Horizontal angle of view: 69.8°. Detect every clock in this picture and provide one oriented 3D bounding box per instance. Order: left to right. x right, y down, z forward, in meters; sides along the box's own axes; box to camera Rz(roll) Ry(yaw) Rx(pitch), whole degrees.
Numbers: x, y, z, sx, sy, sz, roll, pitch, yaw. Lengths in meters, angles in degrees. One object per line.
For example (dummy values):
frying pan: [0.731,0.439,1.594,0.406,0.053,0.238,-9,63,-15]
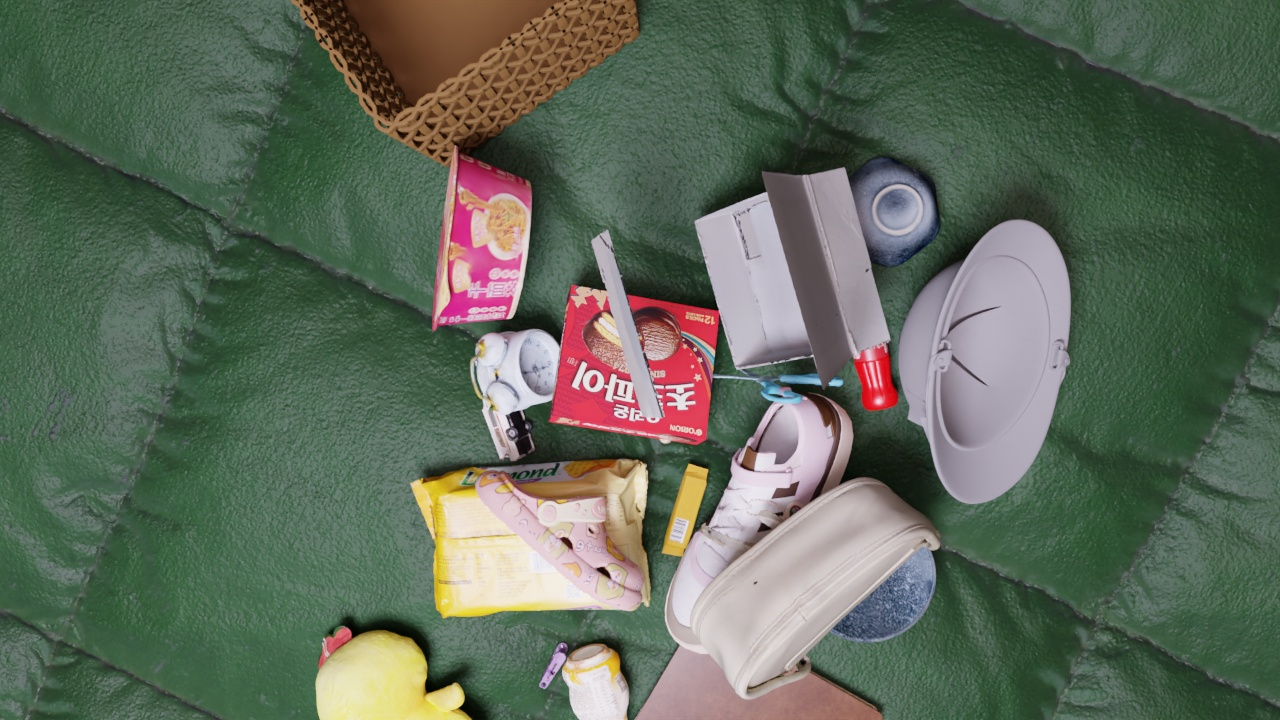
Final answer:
clock: [-0.128,0.011,0.919,0.057,0.117,0.083,-10,93,37]

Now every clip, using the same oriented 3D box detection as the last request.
clip: [-0.094,0.331,0.990,0.013,0.032,0.051,29,97,-1]

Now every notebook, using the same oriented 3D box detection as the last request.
notebook: [0.120,0.392,0.986,0.225,0.024,0.167,30,94,0]

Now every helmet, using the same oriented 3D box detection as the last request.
helmet: [0.314,-0.005,0.906,0.183,0.118,0.271,0,102,-28]

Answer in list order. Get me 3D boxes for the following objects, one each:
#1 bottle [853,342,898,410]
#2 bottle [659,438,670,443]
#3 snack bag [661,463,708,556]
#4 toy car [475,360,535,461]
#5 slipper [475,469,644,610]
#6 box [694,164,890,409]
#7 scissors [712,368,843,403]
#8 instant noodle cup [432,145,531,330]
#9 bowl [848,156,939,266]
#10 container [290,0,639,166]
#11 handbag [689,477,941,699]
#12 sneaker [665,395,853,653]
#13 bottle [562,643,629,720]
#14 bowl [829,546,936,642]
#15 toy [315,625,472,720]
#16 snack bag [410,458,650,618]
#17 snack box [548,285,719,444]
bottle: [0.236,-0.010,0.942,0.036,0.036,0.119,-12,93,3]
bottle: [-0.005,0.041,0.954,0.109,0.044,0.044,36,95,-1]
snack bag: [0.047,0.159,0.972,0.026,0.020,0.099,15,95,-4]
toy car: [-0.148,0.050,0.965,0.039,0.039,0.113,-20,93,25]
slipper: [-0.066,0.158,0.877,0.197,0.093,0.081,39,84,-1]
box: [0.117,-0.067,0.790,0.165,0.329,0.167,-16,93,16]
scissors: [0.143,0.020,0.911,0.129,0.135,0.015,-5,109,-20]
instant noodle cup: [-0.153,-0.113,0.893,0.077,0.179,0.178,7,95,-15]
bowl: [0.252,-0.150,0.921,0.110,0.055,0.110,0,95,3]
container: [-0.162,-0.349,0.842,0.252,0.214,0.219,-33,92,4]
handbag: [0.157,0.196,0.857,0.229,0.184,0.132,-44,52,5]
sneaker: [0.102,0.159,0.902,0.112,0.116,0.294,36,96,38]
bottle: [-0.042,0.359,0.970,0.063,0.063,0.109,-16,94,3]
bowl: [0.229,0.215,0.950,0.137,0.057,0.137,0,95,3]
toy: [-0.260,0.366,0.967,0.207,0.092,0.134,34,98,-3]
snack bag: [-0.110,0.190,0.957,0.247,0.068,0.159,-5,95,3]
snack box: [-0.005,0.005,0.920,0.152,0.036,0.132,9,76,-9]
